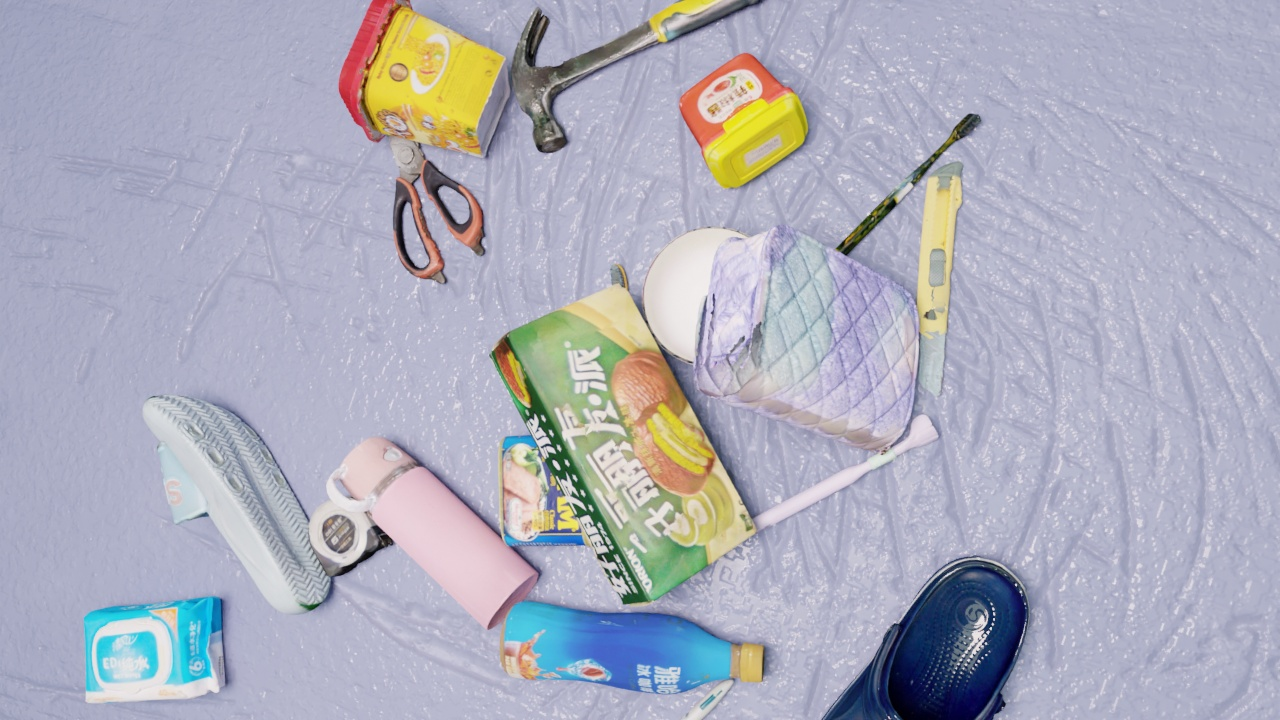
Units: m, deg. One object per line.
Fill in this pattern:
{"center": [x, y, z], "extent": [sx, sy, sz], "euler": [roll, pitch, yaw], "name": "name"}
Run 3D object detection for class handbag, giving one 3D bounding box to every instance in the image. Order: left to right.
{"center": [0.131, -0.013, 0.700], "extent": [0.076, 0.193, 0.134], "euler": [-9, 67, 49], "name": "handbag"}

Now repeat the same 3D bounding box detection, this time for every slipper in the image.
{"center": [-0.379, 0.135, 0.853], "extent": [0.074, 0.104, 0.245], "euler": [-37, 84, 9], "name": "slipper"}
{"center": [0.215, 0.265, 0.700], "extent": [0.105, 0.095, 0.253], "euler": [35, 90, 17], "name": "slipper"}

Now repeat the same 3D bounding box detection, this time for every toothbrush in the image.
{"center": [-0.005, 0.005, 0.814], "extent": [0.016, 0.018, 0.191], "euler": [-13, 82, 14], "name": "toothbrush"}
{"center": [0.012, 0.337, 0.781], "extent": [0.192, 0.016, 0.018], "euler": [-44, 87, 6], "name": "toothbrush"}
{"center": [0.159, 0.102, 0.766], "extent": [0.189, 0.021, 0.029], "euler": [-31, 111, 10], "name": "toothbrush"}
{"center": [0.217, -0.138, 0.775], "extent": [0.012, 0.017, 0.186], "euler": [43, 96, -10], "name": "toothbrush"}

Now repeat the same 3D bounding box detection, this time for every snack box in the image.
{"center": [-0.015, 0.067, 0.747], "extent": [0.114, 0.063, 0.240], "euler": [-26, 86, -29], "name": "snack box"}
{"center": [0.085, -0.206, 0.785], "extent": [0.091, 0.082, 0.080], "euler": [-34, 65, 7], "name": "snack box"}

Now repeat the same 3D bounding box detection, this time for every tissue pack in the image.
{"center": [-0.463, 0.276, 0.875], "extent": [0.140, 0.063, 0.090], "euler": [-8, 83, 13], "name": "tissue pack"}

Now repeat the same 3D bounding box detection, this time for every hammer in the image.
{"center": [0.031, -0.310, 0.829], "extent": [0.324, 0.032, 0.126], "euler": [-23, 81, 11], "name": "hammer"}

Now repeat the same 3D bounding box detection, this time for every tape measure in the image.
{"center": [-0.273, 0.160, 0.857], "extent": [0.066, 0.033, 0.066], "euler": [-32, 81, 7], "name": "tape measure"}

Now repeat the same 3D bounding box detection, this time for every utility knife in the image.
{"center": [0.248, -0.069, 0.765], "extent": [0.031, 0.021, 0.198], "euler": [4, 90, 20], "name": "utility knife"}

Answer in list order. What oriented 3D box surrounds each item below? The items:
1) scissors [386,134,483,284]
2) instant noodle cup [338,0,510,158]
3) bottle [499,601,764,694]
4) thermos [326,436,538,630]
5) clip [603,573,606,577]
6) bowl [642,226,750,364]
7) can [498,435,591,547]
{"center": [-0.207, -0.186, 0.883], "extent": [0.197, 0.015, 0.205], "euler": [20, 90, 16], "name": "scissors"}
{"center": [-0.190, -0.249, 0.833], "extent": [0.123, 0.116, 0.116], "euler": [20, 80, -1], "name": "instant noodle cup"}
{"center": [-0.007, 0.243, 0.768], "extent": [0.219, 0.065, 0.065], "euler": [1, 85, 14], "name": "bottle"}
{"center": [-0.188, 0.151, 0.810], "extent": [0.198, 0.087, 0.067], "euler": [40, 119, 12], "name": "thermos"}
{"center": [-0.012, 0.167, 0.800], "extent": [0.026, 0.041, 0.058], "euler": [42, 100, 11], "name": "clip"}
{"center": [0.064, -0.049, 0.778], "extent": [0.116, 0.066, 0.116], "euler": [-1, 84, 12], "name": "bowl"}
{"center": [-0.076, 0.113, 0.802], "extent": [0.083, 0.057, 0.102], "euler": [-4, 83, 15], "name": "can"}
